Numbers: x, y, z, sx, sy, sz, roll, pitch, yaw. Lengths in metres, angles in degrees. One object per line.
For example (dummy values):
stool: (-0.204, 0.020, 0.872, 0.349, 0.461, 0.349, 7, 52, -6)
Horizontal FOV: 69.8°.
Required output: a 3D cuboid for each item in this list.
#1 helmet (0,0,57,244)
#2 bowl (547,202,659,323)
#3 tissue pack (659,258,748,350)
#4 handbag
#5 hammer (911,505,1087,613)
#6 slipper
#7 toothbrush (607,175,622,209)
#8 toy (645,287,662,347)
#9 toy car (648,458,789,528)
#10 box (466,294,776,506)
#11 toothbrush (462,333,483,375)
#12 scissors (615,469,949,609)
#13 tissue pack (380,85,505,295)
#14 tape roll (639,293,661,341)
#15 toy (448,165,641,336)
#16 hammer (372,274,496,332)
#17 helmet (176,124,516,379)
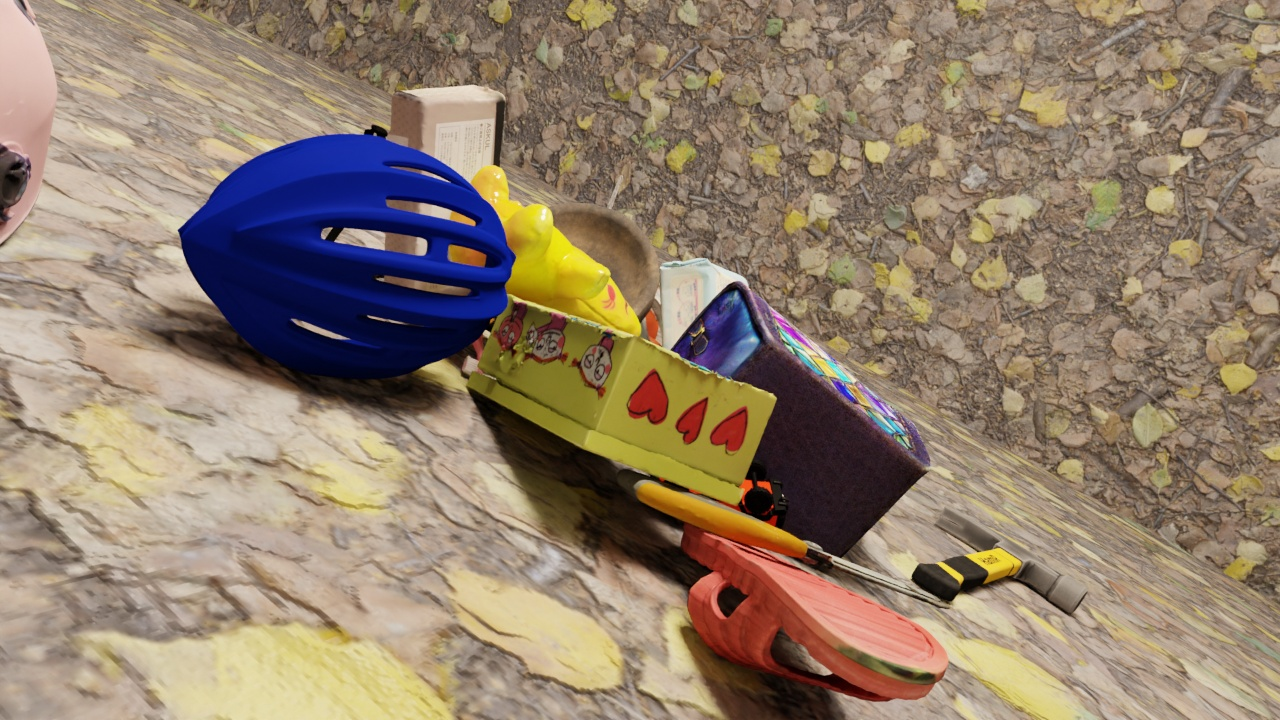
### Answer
helmet: (-0.421, -0.165, 0.466, 0.230, 0.153, 0.255, 30, 17, -12)
bowl: (-0.064, -0.078, 0.945, 0.162, 0.161, 0.070, 30, -28, 10)
tissue pack: (0.069, -0.013, 0.958, 0.070, 0.181, 0.112, -5, -9, 27)
handbag: (0.125, 0.045, 0.788, 0.205, 0.126, 0.221, 39, 13, -7)
hammer: (0.343, 0.209, 0.937, 0.170, 0.034, 0.324, 34, 14, 33)
slipper: (0.076, 0.142, 0.499, 0.103, 0.059, 0.249, 23, -4, -11)
toothbrush: (-0.061, -0.158, 1.206, 0.010, 0.182, 0.010, 30, 13, 34)
toy: (-0.026, -0.060, 1.074, 0.163, 0.093, 0.172, 58, 16, 14)
toy car: (0.055, 0.100, 0.658, 0.100, 0.049, 0.051, 7, 22, -1)
box: (-0.022, 0.021, 0.628, 0.124, 0.082, 0.221, 23, 0, -31)
toothbrush: (-0.135, -0.025, 0.768, 0.016, 0.022, 0.134, 29, 27, -22)
scissors: (0.088, 0.113, 0.578, 0.228, 0.016, 0.134, 23, -5, -16)
tissue pack: (-0.175, -0.137, 0.767, 0.071, 0.182, 0.103, 30, 34, 29)
tape roll: (0.015, -0.032, 1.013, 0.013, 0.093, 0.093, -13, -3, 20)
toy: (-0.081, -0.069, 0.777, 0.134, 0.087, 0.194, 39, -2, 32)
hammer: (-0.116, -0.019, 0.830, 0.321, 0.036, 0.123, 32, 17, 25)
helmet: (-0.198, -0.086, 0.616, 0.241, 0.148, 0.228, 10, 24, -45)
